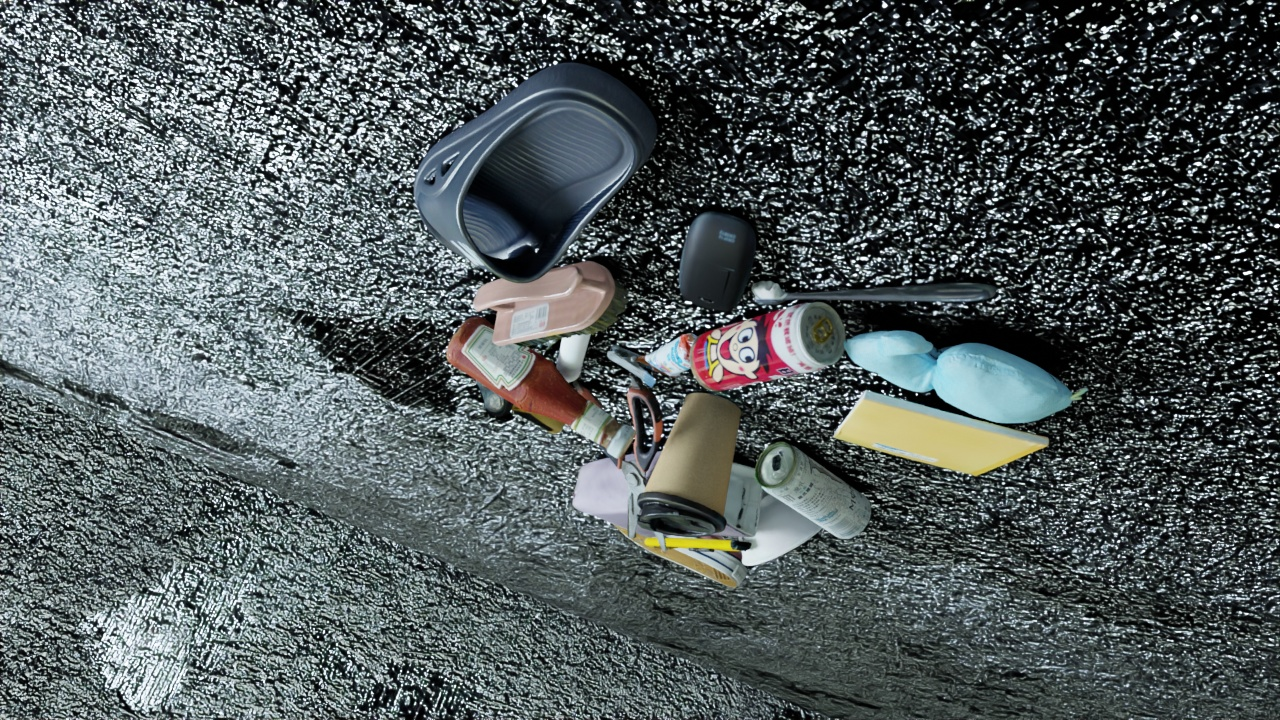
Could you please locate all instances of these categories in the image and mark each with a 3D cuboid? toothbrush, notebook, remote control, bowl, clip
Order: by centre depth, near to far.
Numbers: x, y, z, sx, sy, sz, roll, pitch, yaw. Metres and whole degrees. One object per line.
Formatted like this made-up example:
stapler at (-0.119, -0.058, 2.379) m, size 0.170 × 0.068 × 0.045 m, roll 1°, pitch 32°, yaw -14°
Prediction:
toothbrush at (0.161, -0.050, 0.659) m, size 0.181 × 0.015 × 0.018 m, roll 3°, pitch 144°, yaw 35°
remote control at (0.055, -0.067, 0.690) m, size 0.053 × 0.024 × 0.137 m, roll 16°, pitch 157°, yaw 5°
notebook at (0.253, 0.069, 0.813) m, size 0.146 × 0.010 × 0.206 m, roll 15°, pitch 168°, yaw 9°
clip at (-0.007, 0.003, 0.903) m, size 0.058 × 0.044 × 0.027 m, roll 30°, pitch 160°, yaw -4°
toothbrush at (-0.072, 0.001, 0.940) m, size 0.026 × 0.026 × 0.221 m, roll 40°, pitch 159°, yaw 7°
bowl at (0.163, 0.194, 1.130) m, size 0.064 × 0.118 × 0.118 m, roll 61°, pitch 152°, yaw 2°

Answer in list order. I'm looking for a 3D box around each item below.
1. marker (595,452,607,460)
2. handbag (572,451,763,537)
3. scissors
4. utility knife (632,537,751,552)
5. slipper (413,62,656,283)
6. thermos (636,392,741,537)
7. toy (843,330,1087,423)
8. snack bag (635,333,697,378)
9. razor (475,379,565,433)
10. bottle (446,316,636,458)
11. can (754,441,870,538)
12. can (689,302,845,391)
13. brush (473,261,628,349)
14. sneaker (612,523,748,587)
marker at (-0.037, 0.158, 1.284) m, size 0.018 × 0.015 × 0.124 m, roll 3°, pitch 152°, yaw 22°
handbag at (0.031, 0.158, 1.119) m, size 0.144 × 0.098 × 0.197 m, roll 19°, pitch 159°, yaw -34°
scissors at (-0.012, 0.109, 1.014) m, size 0.224 × 0.015 × 0.190 m, roll 50°, pitch 137°, yaw 7°
utility knife at (0.059, 0.229, 1.140) m, size 0.178 × 0.015 × 0.033 m, roll -7°, pitch 160°, yaw 38°
slipper at (-0.093, -0.110, 0.636) m, size 0.110 × 0.083 × 0.269 m, roll 32°, pitch 153°, yaw -24°
thermos at (0.055, 0.109, 0.936) m, size 0.093 × 0.143 × 0.093 m, roll 15°, pitch 158°, yaw 6°
toy at (0.244, 0.011, 0.684) m, size 0.156 × 0.049 × 0.161 m, roll 12°, pitch 170°, yaw 42°
snack bag at (0.036, -0.004, 0.845) m, size 0.045 × 0.026 × 0.105 m, roll 23°, pitch 159°, yaw -19°
razor at (-0.131, 0.050, 1.057) m, size 0.062 × 0.067 × 0.167 m, roll 10°, pitch 162°, yaw 23°
bottle at (-0.098, 0.030, 0.926) m, size 0.206 × 0.059 × 0.060 m, roll 32°, pitch 158°, yaw 6°
can at (0.193, 0.146, 1.022) m, size 0.146 × 0.058 × 0.058 m, roll 35°, pitch 153°, yaw -33°
can at (0.101, -0.010, 0.746) m, size 0.053 × 0.053 × 0.133 m, roll 31°, pitch 155°, yaw -27°
brush at (-0.077, -0.050, 0.779) m, size 0.146 × 0.063 × 0.073 m, roll -7°, pitch 157°, yaw 45°
sneaker at (0.050, 0.224, 1.276) m, size 0.241 × 0.087 × 0.118 m, roll 23°, pitch 154°, yaw 22°
